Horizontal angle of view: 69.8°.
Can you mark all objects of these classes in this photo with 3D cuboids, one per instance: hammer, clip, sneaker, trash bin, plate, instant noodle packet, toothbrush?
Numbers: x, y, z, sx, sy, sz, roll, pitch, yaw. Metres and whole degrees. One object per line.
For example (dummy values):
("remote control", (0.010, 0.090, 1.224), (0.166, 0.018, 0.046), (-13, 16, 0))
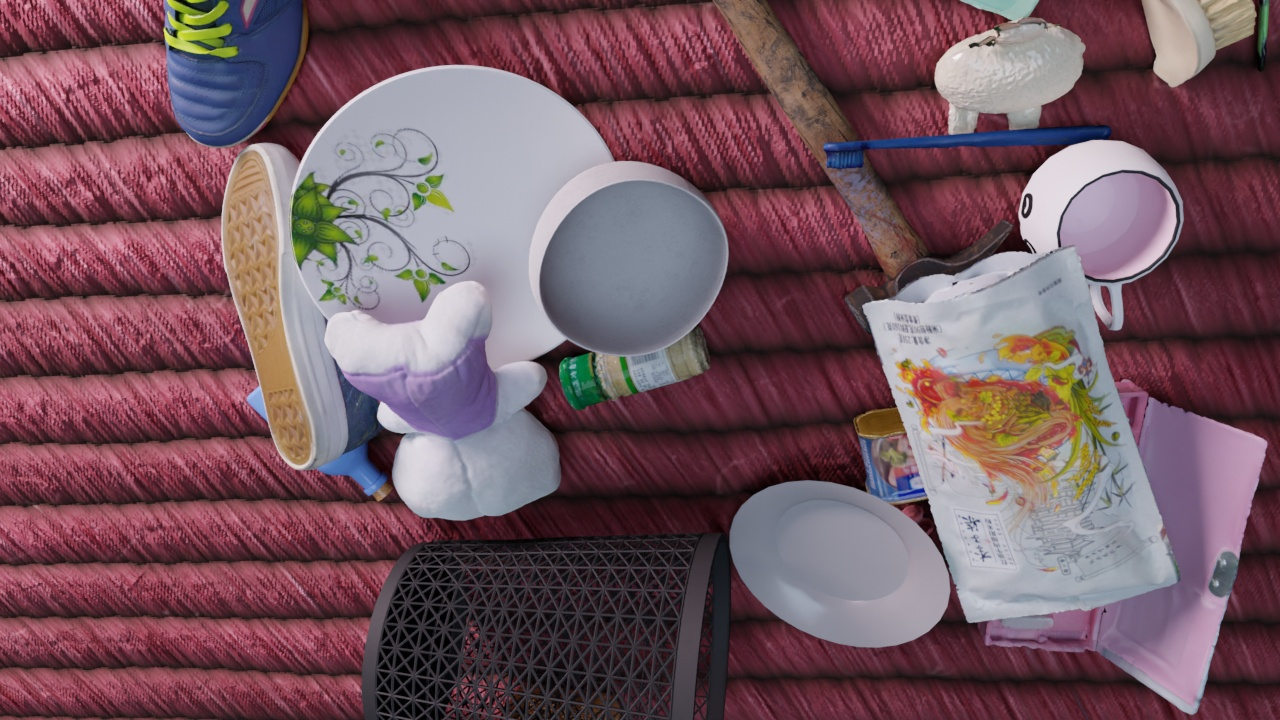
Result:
("hammer", (0.115, -0.177, 0.602), (0.120, 0.033, 0.330), (-34, 106, 14))
("clip", (0.209, 0.142, 0.735), (0.060, 0.023, 0.041), (-25, 113, 22))
("sneaker", (-0.275, -0.249, 0.577), (0.116, 0.091, 0.242), (15, 115, -3))
("trash bin", (-0.064, 0.232, 0.710), (0.243, 0.216, 0.217), (3, 114, 12))
("plate", (0.156, 0.157, 0.725), (0.173, 0.019, 0.173), (15, 128, 19))
("sneaker", (-0.244, -0.041, 0.679), (0.088, 0.079, 0.235), (-2, 100, 40))
("instant noodle packet", (0.256, 0.063, 0.617), (0.147, 0.057, 0.269), (-17, 109, 24))
("toothbrush", (0.210, -0.138, 0.591), (0.190, 0.016, 0.017), (-5, 108, -6))
("toothbrush", (0.369, -0.267, 0.542), (0.017, 0.014, 0.188), (-2, 114, 21))
("plate", (-0.124, -0.094, 0.645), (0.229, 0.030, 0.230), (-7, 123, -11))

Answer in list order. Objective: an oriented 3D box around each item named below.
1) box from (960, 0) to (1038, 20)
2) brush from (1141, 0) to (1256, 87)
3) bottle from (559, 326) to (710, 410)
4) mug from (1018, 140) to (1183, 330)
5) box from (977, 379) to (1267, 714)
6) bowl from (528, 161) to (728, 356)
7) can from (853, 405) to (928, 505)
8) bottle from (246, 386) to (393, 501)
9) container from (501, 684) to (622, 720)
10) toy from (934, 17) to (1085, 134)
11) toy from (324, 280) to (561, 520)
("box", (0.173, -0.293, 0.537), (0.187, 0.056, 0.138), (17, 120, -3))
("brush", (0.236, -0.225, 0.510), (0.272, 0.062, 0.077), (12, 117, -22))
("bottle", (-0.004, 0.004, 0.686), (0.110, 0.042, 0.043), (-16, 111, 11))
("mug", (0.297, -0.080, 0.596), (0.090, 0.076, 0.124), (-13, 111, 11))
("box", (0.350, 0.131, 0.688), (0.173, 0.075, 0.233), (14, 118, 30))
("bowl", (-0.012, -0.074, 0.629), (0.131, 0.064, 0.132), (-8, 123, -13))
("can", (0.213, 0.064, 0.681), (0.100, 0.053, 0.059), (-13, 109, 10))
("bottle", (-0.249, 0.062, 0.733), (0.048, 0.048, 0.131), (-36, 105, 19))
("container", (-0.080, 0.397, 0.789), (0.129, 0.183, 0.167), (6, 107, 3))
("toy", (0.228, -0.182, 0.570), (0.087, 0.050, 0.112), (-3, 147, 12))
("toy", (-0.131, 0.044, 0.665), (0.138, 0.085, 0.209), (-14, 135, 2))
